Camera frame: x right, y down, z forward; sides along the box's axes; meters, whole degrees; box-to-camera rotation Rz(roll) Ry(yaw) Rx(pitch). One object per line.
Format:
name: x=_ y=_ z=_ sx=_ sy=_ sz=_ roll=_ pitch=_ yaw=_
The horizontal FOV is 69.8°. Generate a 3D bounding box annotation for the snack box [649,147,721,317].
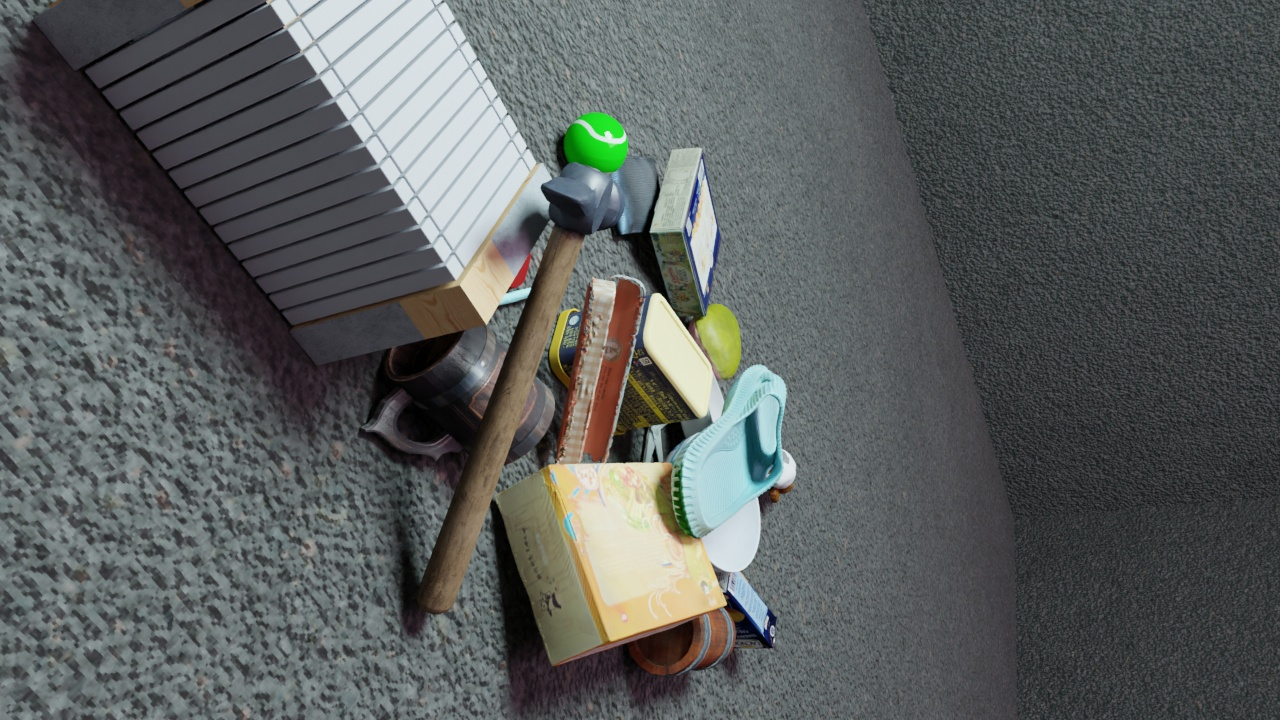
snack box: x=0.057 y=-0.150 z=1.088 sx=0.145 sy=0.043 sz=0.144 roll=72 pitch=25 yaw=-48

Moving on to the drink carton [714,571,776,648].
drink carton: x=0.099 y=0.276 z=1.025 sx=0.130 sy=0.064 sz=0.040 roll=54 pitch=39 yaw=-37

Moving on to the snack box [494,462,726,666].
snack box: x=-0.026 y=0.167 z=0.789 sx=0.195 sy=0.081 sz=0.145 roll=9 pitch=55 yaw=-58

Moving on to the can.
can: x=-0.005 y=0.005 z=0.884 sx=0.135 sy=0.105 sz=0.075 roll=52 pitch=38 yaw=-41

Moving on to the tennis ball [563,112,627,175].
tennis ball: x=-0.046 y=-0.218 z=0.933 sx=0.065 sy=0.065 sz=0.065 roll=31 pitch=54 yaw=-55

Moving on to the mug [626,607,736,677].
mug: x=0.042 y=0.254 z=0.918 sx=0.111 sy=0.082 sz=0.117 roll=32 pitch=45 yaw=-59

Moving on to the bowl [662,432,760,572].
bowl: x=0.054 y=0.151 z=0.946 sx=0.144 sy=0.074 sz=0.143 roll=29 pitch=51 yaw=-44

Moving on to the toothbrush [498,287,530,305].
toothbrush: x=-0.125 y=-0.047 z=0.777 sx=0.180 sy=0.016 sz=0.016 roll=-28 pitch=102 yaw=-61

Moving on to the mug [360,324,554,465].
mug: x=-0.136 y=0.031 z=0.677 sx=0.115 sy=0.080 sz=0.107 roll=-55 pitch=132 yaw=-19

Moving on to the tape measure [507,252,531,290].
tape measure: x=-0.124 y=-0.089 z=0.791 sx=0.059 sy=0.019 sz=0.051 roll=43 pitch=46 yaw=-38

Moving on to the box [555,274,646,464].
box: x=-0.037 y=0.018 z=0.797 sx=0.067 sy=0.057 sz=0.187 roll=2 pitch=113 yaw=-26

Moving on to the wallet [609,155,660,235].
wallet: x=-0.005 y=-0.187 z=1.039 sx=0.114 sy=0.026 sz=0.089 roll=-22 pitch=102 yaw=-62

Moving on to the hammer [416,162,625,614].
hammer: x=-0.088 y=0.025 z=0.612 sx=0.129 sy=0.040 sz=0.322 roll=-47 pitch=159 yaw=-80

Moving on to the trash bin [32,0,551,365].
trash bin: x=-0.186 y=-0.146 z=0.560 sx=0.247 sy=0.143 sz=0.142 roll=60 pitch=33 yaw=-31

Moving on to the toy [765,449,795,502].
toy: x=0.170 y=0.140 z=1.216 sx=0.113 sy=0.067 sz=0.087 roll=58 pitch=33 yaw=-50

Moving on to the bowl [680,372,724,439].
bowl: x=0.072 y=0.072 z=1.056 sx=0.149 sy=0.043 sz=0.149 roll=-16 pitch=89 yaw=-78

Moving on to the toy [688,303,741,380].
toy: x=0.096 y=-0.028 z=1.141 sx=0.090 sy=0.051 sz=0.109 roll=56 pitch=29 yaw=-15

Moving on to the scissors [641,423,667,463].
scissors: x=0.017 y=0.036 z=1.011 sx=0.178 sy=0.015 sz=0.198 roll=-46 pitch=121 yaw=-57

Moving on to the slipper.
slipper: x=0.107 y=0.086 z=0.900 sx=0.275 sy=0.070 sz=0.116 roll=-37 pitch=123 yaw=-58
